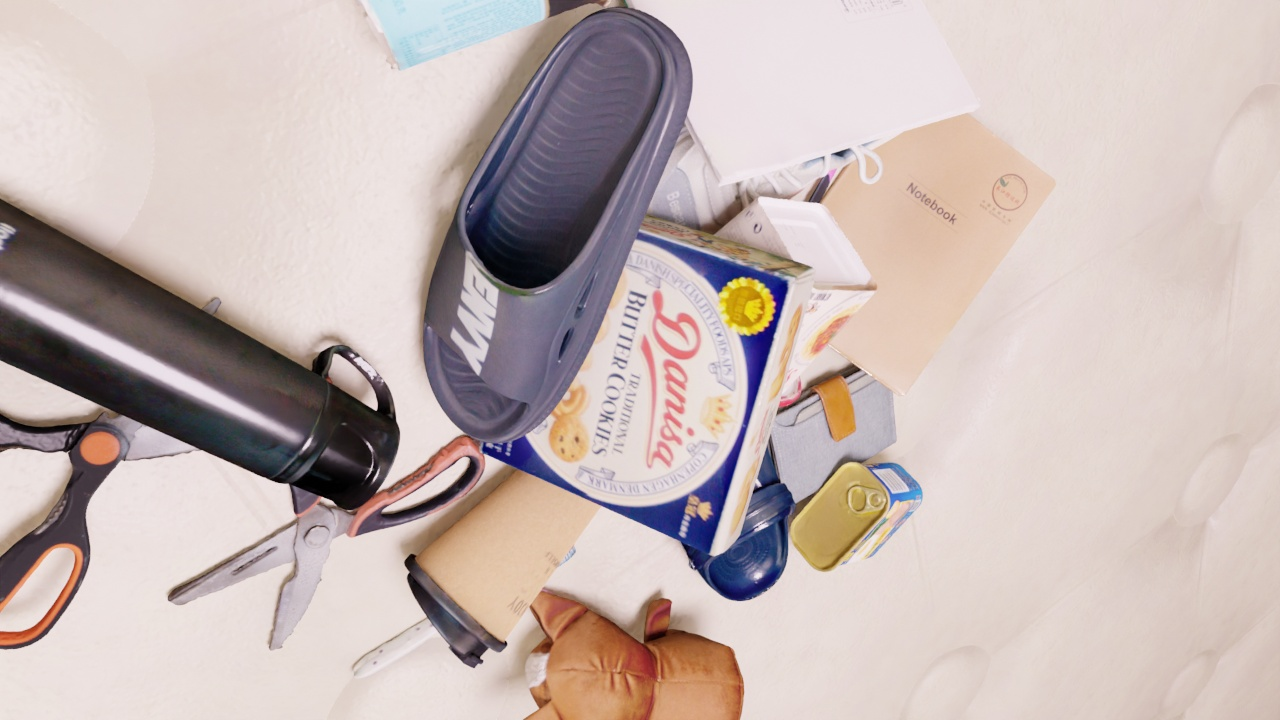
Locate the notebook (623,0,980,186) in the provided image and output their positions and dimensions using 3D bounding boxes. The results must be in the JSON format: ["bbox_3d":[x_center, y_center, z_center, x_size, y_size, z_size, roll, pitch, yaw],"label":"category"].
[{"bbox_3d":[0.104,-0.200,0.577,0.208,0.012,0.150,-20,79,-23],"label":"notebook"}]

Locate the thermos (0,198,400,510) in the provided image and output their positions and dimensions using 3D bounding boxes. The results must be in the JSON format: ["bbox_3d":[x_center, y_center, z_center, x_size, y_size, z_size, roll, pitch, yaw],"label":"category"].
[{"bbox_3d":[-0.242,-0.005,0.487,0.242,0.069,0.089,35,49,-35],"label":"thermos"}]

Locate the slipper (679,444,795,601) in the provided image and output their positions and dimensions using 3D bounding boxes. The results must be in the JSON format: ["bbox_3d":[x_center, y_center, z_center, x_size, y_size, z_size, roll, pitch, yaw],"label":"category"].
[{"bbox_3d":[0.069,0.116,0.731,0.105,0.095,0.253,-29,130,-13],"label":"slipper"}]

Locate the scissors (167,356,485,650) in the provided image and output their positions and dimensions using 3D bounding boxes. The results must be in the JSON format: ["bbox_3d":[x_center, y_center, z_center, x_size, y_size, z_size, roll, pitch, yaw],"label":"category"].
[{"bbox_3d":[-0.200,0.100,0.607,0.188,0.015,0.223,5,112,-34],"label":"scissors"}]

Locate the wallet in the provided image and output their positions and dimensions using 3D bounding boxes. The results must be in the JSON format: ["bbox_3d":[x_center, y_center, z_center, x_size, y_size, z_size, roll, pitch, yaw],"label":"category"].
[{"bbox_3d":[0.169,0.061,0.802,0.129,0.037,0.107,-27,126,-18],"label":"wallet"}]

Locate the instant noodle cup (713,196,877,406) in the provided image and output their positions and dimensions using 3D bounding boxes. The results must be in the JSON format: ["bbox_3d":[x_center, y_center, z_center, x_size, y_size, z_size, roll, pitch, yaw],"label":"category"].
[{"bbox_3d":[0.079,-0.039,0.617,0.116,0.116,0.124,-3,147,-43],"label":"instant noodle cup"}]

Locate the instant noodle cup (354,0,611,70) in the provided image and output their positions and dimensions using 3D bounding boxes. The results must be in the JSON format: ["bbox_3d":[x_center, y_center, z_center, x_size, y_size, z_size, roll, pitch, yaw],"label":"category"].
[{"bbox_3d":[-0.089,-0.206,0.462,0.120,0.111,0.111,-29,126,-7],"label":"instant noodle cup"}]

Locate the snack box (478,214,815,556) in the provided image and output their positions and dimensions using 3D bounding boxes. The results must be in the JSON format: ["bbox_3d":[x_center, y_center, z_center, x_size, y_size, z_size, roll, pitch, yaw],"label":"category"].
[{"bbox_3d":[-0.003,0.003,0.575,0.045,0.183,0.178,-24,131,-62],"label":"snack box"}]

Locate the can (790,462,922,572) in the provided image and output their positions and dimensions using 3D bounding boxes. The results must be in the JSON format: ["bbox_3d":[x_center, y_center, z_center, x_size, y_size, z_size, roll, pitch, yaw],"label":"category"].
[{"bbox_3d":[0.197,0.139,0.828,0.083,0.057,0.102,5,128,-51],"label":"can"}]

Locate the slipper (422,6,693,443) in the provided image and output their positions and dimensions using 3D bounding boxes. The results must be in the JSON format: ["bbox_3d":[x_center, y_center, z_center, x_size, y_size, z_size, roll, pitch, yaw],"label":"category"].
[{"bbox_3d":[-0.066,-0.074,0.517,0.268,0.111,0.083,-62,161,17],"label":"slipper"}]

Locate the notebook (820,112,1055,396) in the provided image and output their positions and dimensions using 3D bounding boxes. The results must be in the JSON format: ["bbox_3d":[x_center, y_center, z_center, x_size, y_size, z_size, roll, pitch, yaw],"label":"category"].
[{"bbox_3d":[0.208,-0.095,0.717,0.148,0.008,0.208,34,94,-9],"label":"notebook"}]

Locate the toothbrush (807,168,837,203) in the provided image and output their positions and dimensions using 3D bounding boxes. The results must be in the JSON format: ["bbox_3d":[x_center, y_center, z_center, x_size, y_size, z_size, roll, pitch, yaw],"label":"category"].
[{"bbox_3d":[0.119,-0.092,0.698,0.014,0.018,0.189,25,96,-53],"label":"toothbrush"}]

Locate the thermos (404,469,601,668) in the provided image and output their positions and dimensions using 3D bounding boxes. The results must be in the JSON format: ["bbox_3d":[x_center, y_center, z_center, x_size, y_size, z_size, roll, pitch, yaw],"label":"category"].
[{"bbox_3d":[-0.095,0.134,0.646,0.143,0.093,0.093,-46,129,-13],"label":"thermos"}]

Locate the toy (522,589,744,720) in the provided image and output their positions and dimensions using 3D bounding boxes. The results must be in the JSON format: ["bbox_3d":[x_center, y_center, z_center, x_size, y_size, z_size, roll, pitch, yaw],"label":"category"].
[{"bbox_3d":[-0.015,0.265,0.755,0.199,0.140,0.131,20,144,-36],"label":"toy"}]

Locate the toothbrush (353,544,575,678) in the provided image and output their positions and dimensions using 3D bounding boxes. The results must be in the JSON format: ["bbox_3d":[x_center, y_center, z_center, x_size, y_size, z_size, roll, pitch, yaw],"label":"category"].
[{"bbox_3d":[-0.130,0.188,0.696,0.187,0.016,0.017,-29,136,-17],"label":"toothbrush"}]

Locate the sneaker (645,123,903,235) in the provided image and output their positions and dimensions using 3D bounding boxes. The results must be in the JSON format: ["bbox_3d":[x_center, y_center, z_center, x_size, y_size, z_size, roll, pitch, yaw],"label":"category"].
[{"bbox_3d":[0.094,-0.134,0.619,0.242,0.091,0.089,-31,126,-14],"label":"sneaker"}]

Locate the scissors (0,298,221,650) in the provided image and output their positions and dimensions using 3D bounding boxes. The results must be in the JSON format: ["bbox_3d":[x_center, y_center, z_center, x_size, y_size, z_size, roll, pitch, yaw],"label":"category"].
[{"bbox_3d":[-0.316,0.058,0.501,0.220,0.022,0.232,15,96,-32],"label":"scissors"}]
